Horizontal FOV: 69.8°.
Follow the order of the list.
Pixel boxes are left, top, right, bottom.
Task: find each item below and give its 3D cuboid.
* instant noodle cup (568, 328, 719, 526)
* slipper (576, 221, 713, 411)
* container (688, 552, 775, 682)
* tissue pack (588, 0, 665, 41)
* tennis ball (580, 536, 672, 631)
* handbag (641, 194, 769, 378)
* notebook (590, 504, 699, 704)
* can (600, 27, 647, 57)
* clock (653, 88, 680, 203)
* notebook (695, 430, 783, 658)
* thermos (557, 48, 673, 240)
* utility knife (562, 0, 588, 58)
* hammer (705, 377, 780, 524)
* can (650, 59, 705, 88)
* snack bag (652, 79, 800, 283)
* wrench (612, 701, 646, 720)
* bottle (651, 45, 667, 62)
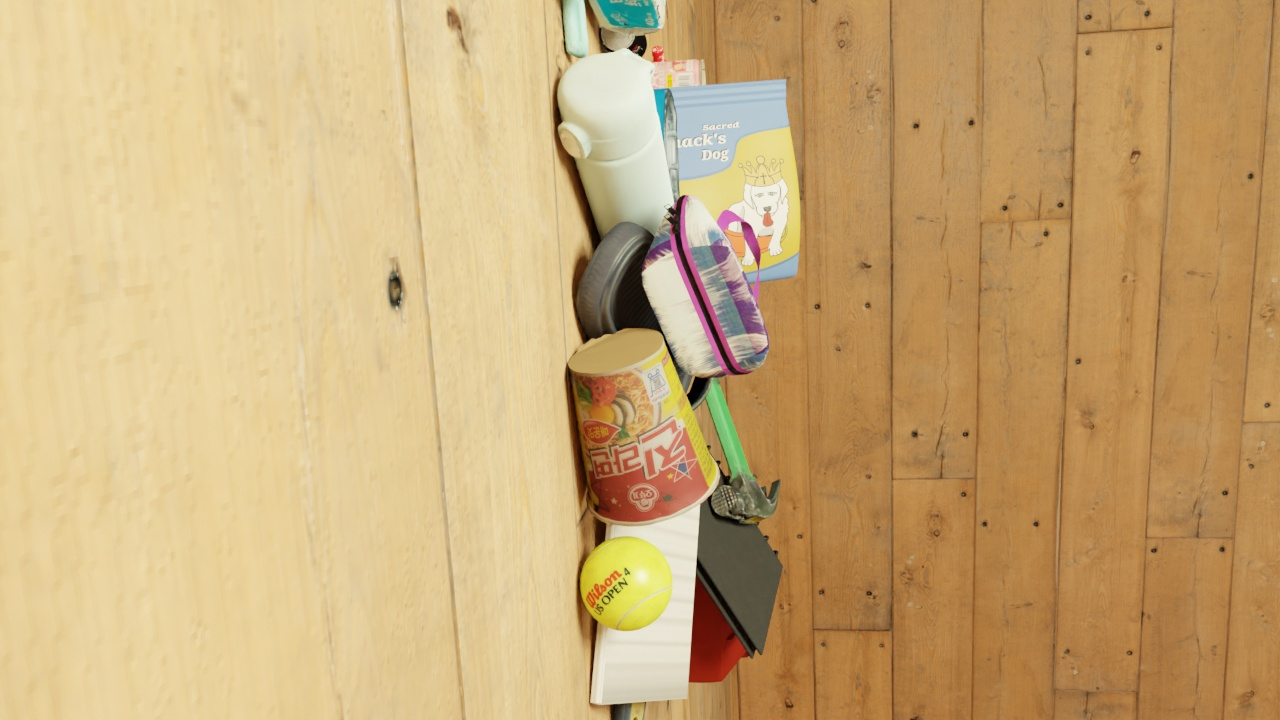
[{"bbox_3d":[-0.005,0.043,0.643,0.100,0.100,0.112,-76,154,-62],"label":"instant noodle cup"},{"bbox_3d":[0.025,-0.014,0.745,0.110,0.083,0.268,-59,157,-16],"label":"slipper"},{"bbox_3d":[0.074,0.259,1.018,0.200,0.127,0.148,-18,106,-71],"label":"container"},{"bbox_3d":[-0.016,-0.314,0.698,0.144,0.062,0.093,31,60,-78],"label":"tissue pack"},{"bbox_3d":[-0.010,0.157,0.647,0.065,0.065,0.065,0,89,-82],"label":"tennis ball"},{"bbox_3d":[0.062,-0.067,0.692,0.144,0.068,0.169,66,22,-17],"label":"handbag"},{"bbox_3d":[0.010,0.169,0.754,0.142,0.009,0.209,28,63,-55],"label":"notebook"},{"bbox_3d":[-0.014,-0.286,0.815,0.080,0.031,0.031,-58,146,-76],"label":"can"},{"bbox_3d":[0.005,-0.185,0.847,0.161,0.060,0.117,-38,125,-82],"label":"clock"},{"bbox_3d":[0.068,0.153,0.912,0.231,0.019,0.168,57,23,-7],"label":"notebook"},{"bbox_3d":[-0.012,-0.139,0.683,0.077,0.065,0.207,-47,158,-12],"label":"thermos"},{"bbox_3d":[-0.049,-0.289,0.624,0.022,0.015,0.158,-32,122,-56],"label":"utility knife"},{"bbox_3d":[0.076,0.028,1.006,0.130,0.032,0.318,22,44,-54],"label":"hammer"},{"bbox_3d":[0.030,-0.284,0.975,0.067,0.076,0.067,0,89,-82],"label":"can"},{"bbox_3d":[0.083,-0.185,0.969,0.102,0.159,0.205,-131,-144,-62],"label":"snack bag"},{"bbox_3d":[0.003,0.192,0.780,0.073,0.022,0.273,20,74,-54],"label":"wrench"},{"bbox_3d":[0.028,-0.314,1.090,0.142,0.042,0.041,76,15,-58],"label":"bottle"}]
